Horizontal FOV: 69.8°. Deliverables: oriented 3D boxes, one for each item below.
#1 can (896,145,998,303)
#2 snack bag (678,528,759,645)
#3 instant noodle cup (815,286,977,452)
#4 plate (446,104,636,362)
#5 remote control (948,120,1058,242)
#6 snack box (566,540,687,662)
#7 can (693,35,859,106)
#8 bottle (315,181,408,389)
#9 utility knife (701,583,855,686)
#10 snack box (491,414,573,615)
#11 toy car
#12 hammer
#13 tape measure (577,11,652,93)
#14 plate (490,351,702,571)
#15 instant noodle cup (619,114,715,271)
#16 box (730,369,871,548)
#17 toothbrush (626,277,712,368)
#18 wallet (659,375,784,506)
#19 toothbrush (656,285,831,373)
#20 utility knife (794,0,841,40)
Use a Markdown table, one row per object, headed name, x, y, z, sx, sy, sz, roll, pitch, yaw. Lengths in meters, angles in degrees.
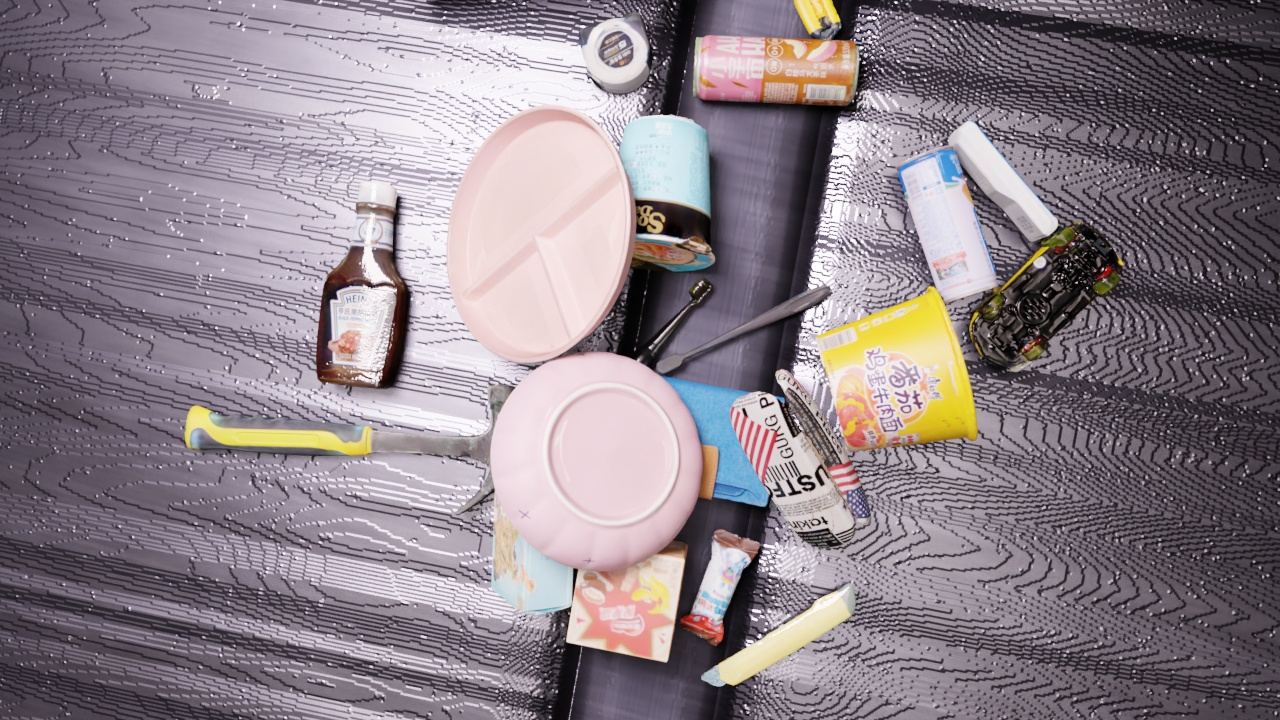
| name | x | y | z | sx | sy | sz | roll | pitch | yaw |
| --- | --- | --- | --- | --- | --- | --- | --- | --- | --- |
| can | 0.279 | -0.122 | 0.833 | 0.053 | 0.053 | 0.134 | -18 | 88 | 4 |
| snack bag | 0.073 | 0.211 | 0.858 | 0.045 | 0.026 | 0.105 | 21 | 89 | 8 |
| instant noodle cup | 0.220 | 0.016 | 0.802 | 0.110 | 0.138 | 0.138 | -16 | 88 | 12 |
| plate | -0.091 | -0.112 | 0.821 | 0.230 | 0.028 | 0.229 | -2 | 86 | 39 |
| remote control | 0.326 | -0.161 | 0.833 | 0.024 | 0.049 | 0.125 | -40 | 86 | 5 |
| snack box | -0.010 | 0.211 | 0.839 | 0.093 | 0.077 | 0.094 | 10 | 90 | 4 |
| can | 0.123 | -0.267 | 0.845 | 0.147 | 0.058 | 0.058 | 4 | 89 | 4 |
| bottle | -0.263 | -0.072 | 0.881 | 0.080 | 0.044 | 0.195 | 6 | 89 | 4 |
| utility knife | 0.131 | 0.262 | 0.857 | 0.167 | 0.018 | 0.031 | -32 | 83 | 2 |
| snack box | -0.097 | 0.135 | 0.836 | 0.051 | 0.074 | 0.175 | 0 | 94 | -31 |
| toy car | 0.363 | -0.058 | 0.831 | 0.156 | 0.041 | 0.071 | -45 | 86 | 1 |
| hammer | -0.280 | 0.080 | 0.886 | 0.323 | 0.032 | 0.126 | 2 | 88 | 4 |
| tape measure | -0.022 | -0.289 | 0.870 | 0.066 | 0.033 | 0.066 | -13 | 86 | 6 |
| plate | -0.030 | 0.081 | 0.784 | 0.192 | 0.039 | 0.192 | 5 | 75 | -20 |
| instant noodle cup | 0.020 | -0.153 | 0.834 | 0.111 | 0.111 | 0.120 | 6 | 82 | 4 |
| box | 0.155 | 0.084 | 0.827 | 0.087 | 0.076 | 0.162 | -36 | 97 | -41 |
| toothbrush | -0.005 | 0.005 | 0.867 | 0.212 | 0.027 | 0.026 | -49 | 54 | 2 |
| wallet | 0.062 | 0.075 | 0.857 | 0.133 | 0.040 | 0.106 | 11 | 85 | 5 |
| toothbrush | 0.097 | -0.029 | 0.866 | 0.181 | 0.018 | 0.015 | -25 | 81 | 2 |
| utility knife | 0.140 | -0.394 | 0.867 | 0.033 | 0.015 | 0.209 | -23 | 87 | 1 |
